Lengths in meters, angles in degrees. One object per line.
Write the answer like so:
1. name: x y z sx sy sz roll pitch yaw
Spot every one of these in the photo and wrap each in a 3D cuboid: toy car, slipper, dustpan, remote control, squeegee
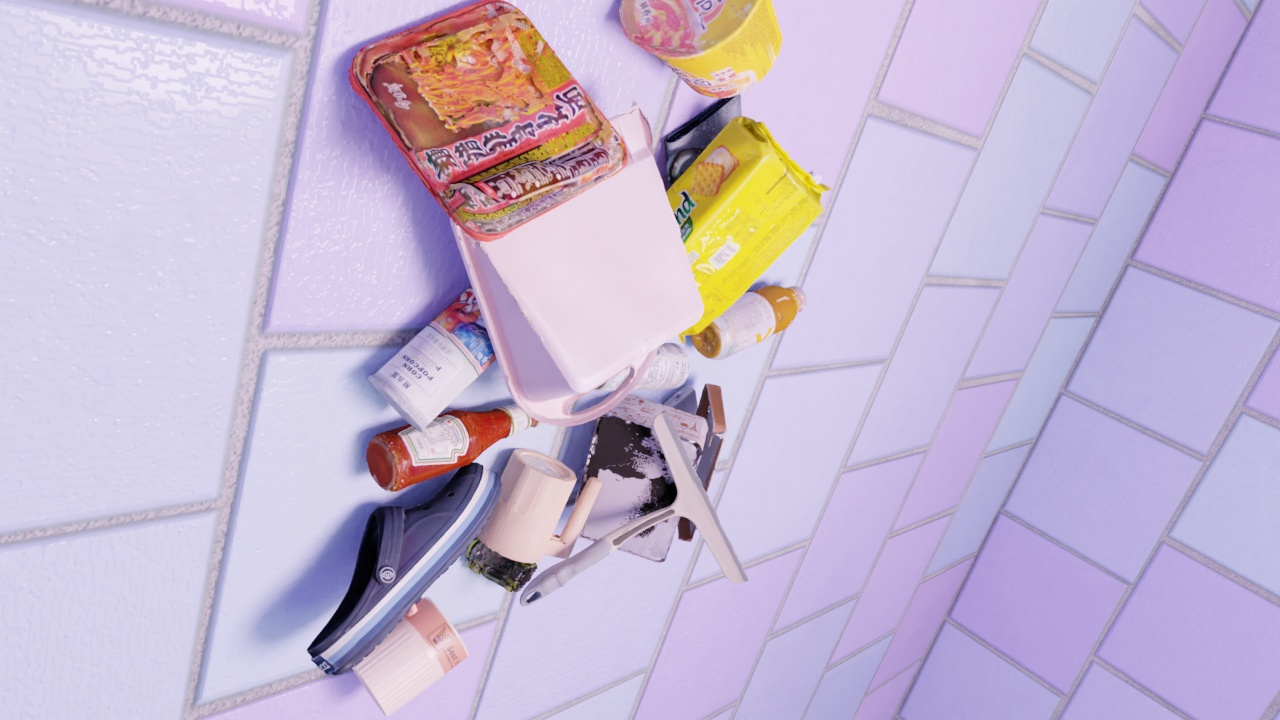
1. toy car: -0.168 0.239 1.096 0.048 0.032 0.105 -52 133 -7
2. slipper: -0.246 0.195 0.924 0.095 0.105 0.252 47 58 -13
3. dustpan: -0.064 -0.070 0.880 0.222 0.139 0.273 -29 101 -29
4. remote control: 0.059 0.097 1.263 0.056 0.019 0.135 -39 140 -24
5. squeegee: -0.031 0.213 1.059 0.246 0.039 0.246 -29 110 -7

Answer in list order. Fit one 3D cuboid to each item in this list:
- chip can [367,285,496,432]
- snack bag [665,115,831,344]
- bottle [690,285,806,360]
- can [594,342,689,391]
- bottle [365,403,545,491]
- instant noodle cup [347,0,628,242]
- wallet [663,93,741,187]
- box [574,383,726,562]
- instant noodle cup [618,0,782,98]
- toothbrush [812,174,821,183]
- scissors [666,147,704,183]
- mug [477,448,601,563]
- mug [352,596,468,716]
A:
1. chip can: -0.154 -0.032 0.871 0.214 0.071 0.071 -46 143 -17
2. snack bag: 0.088 -0.138 1.011 0.247 0.068 0.158 -47 137 10
3. bottle: 0.149 -0.057 1.211 0.189 0.068 0.068 -23 132 -38
4. can: -0.006 0.006 1.085 0.146 0.058 0.058 0 116 -50
5. bottle: -0.179 0.077 0.938 0.205 0.060 0.060 -18 129 -46
6. instant noodle cup: -0.123 -0.186 0.736 0.164 0.189 0.079 -33 174 -28
7. wallet: 0.075 -0.234 1.033 0.120 0.019 0.097 -40 143 -24
8. box: 0.020 0.122 1.167 0.193 0.157 0.183 -68 175 -68
9. instant noodle cup: 0.067 -0.322 0.866 0.138 0.138 0.109 -59 154 2
10. toothbrush: 0.157 -0.185 1.159 0.220 0.027 0.026 -35 178 -28
11. scissors: 0.056 -0.164 1.029 0.170 0.019 0.179 -29 136 -9
12. mug: -0.113 0.169 1.050 0.124 0.084 0.103 20 99 -32
13. mug: -0.263 0.314 1.008 0.105 0.082 0.114 -35 112 -26
